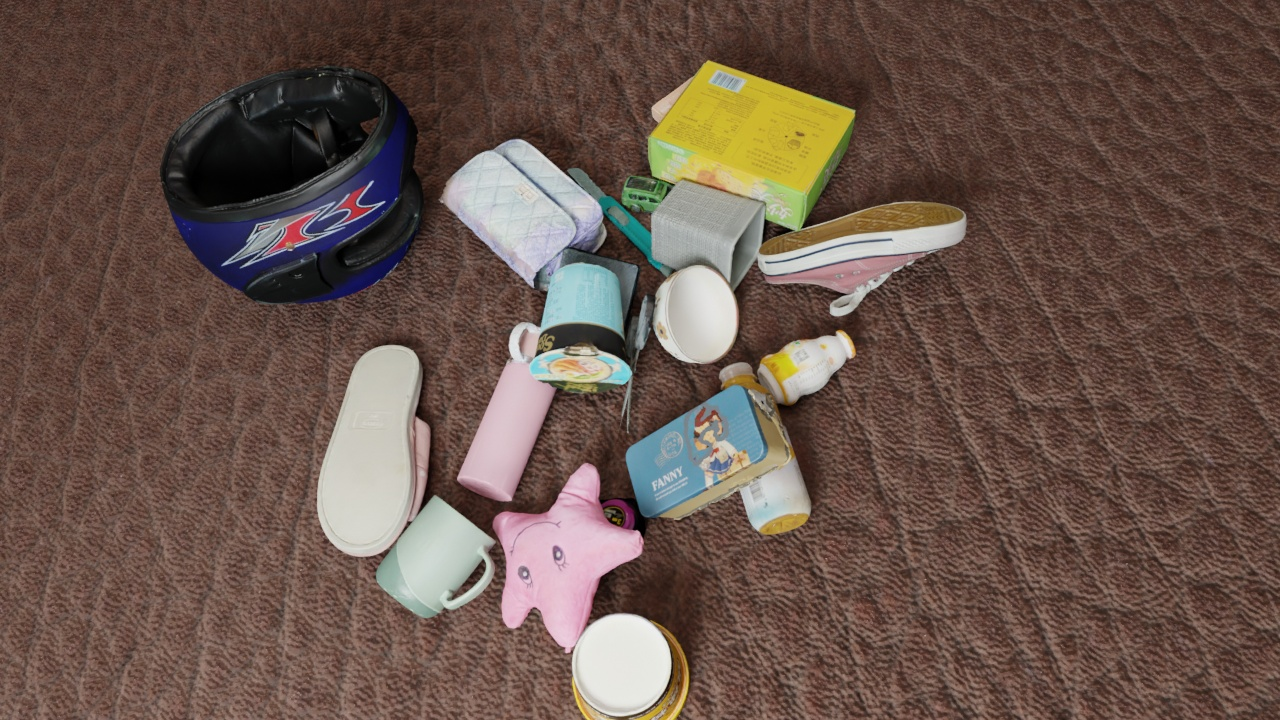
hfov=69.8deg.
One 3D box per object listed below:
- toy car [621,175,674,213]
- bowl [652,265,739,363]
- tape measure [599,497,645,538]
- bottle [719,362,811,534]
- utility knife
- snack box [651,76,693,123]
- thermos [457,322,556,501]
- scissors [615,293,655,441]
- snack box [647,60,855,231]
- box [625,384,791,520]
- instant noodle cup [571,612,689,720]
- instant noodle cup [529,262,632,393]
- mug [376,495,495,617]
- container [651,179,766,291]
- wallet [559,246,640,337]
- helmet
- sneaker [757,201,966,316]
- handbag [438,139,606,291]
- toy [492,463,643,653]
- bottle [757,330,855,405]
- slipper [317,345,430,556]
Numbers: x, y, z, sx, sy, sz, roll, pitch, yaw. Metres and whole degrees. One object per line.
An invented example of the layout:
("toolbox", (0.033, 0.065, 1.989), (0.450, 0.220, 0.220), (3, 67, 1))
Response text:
("toy car", (0.020, -0.211, 1.178), (0.091, 0.036, 0.043), (14, 65, 8))
("bowl", (0.055, -0.050, 1.070), (0.062, 0.113, 0.113), (-9, 52, 51))
("tape measure", (-0.023, 0.178, 0.990), (0.057, 0.039, 0.057), (-7, 57, 13))
("bottle", (0.129, 0.092, 1.000), (0.068, 0.068, 0.189), (-14, 63, -1))
("utility knife", (-0.026, -0.183, 1.179), (0.029, 0.013, 0.216), (-36, 66, -17))
("snack box", (0.097, -0.310, 1.222), (0.084, 0.026, 0.157), (-39, 67, -13))
("thermos", (-0.144, 0.053, 1.037), (0.067, 0.087, 0.198), (7, 65, 30))
("scissors", (-0.007, 0.005, 1.039), (0.014, 0.160, 0.180), (10, 39, -9))
("snack box", (0.137, -0.268, 1.135), (0.210, 0.070, 0.157), (25, 63, 16))
("box", (0.064, 0.102, 0.966), (0.185, 0.060, 0.089), (-34, 58, 28))
("instant noodle cup", (-0.013, 0.300, 0.888), (0.118, 0.114, 0.118), (-2, 63, 4))
("instant noodle cup", (-0.063, -0.040, 1.024), (0.111, 0.111, 0.120), (0, 64, 5))
("mug", (-0.208, 0.215, 0.962), (0.112, 0.082, 0.106), (29, 72, 29))
("container", (0.079, -0.153, 1.108), (0.114, 0.090, 0.090), (24, 56, 19))
("wallet", (-0.059, -0.067, 1.094), (0.097, 0.019, 0.121), (15, 98, 11))
("helmet", (-0.379, -0.191, 1.087), (0.316, 0.240, 0.246), (-9, 63, 14))
("sneaker", (0.261, -0.120, 1.079), (0.241, 0.088, 0.118), (-11, 29, 21))
("handbag", (-0.146, -0.190, 1.161), (0.134, 0.076, 0.194), (-42, 67, -14))
("toy", (-0.077, 0.206, 0.938), (0.195, 0.074, 0.178), (-30, 57, 27))
("bottle", (0.189, 0.005, 1.039), (0.108, 0.063, 0.063), (-28, 65, -8))
("slipper", (-0.297, 0.100, 1.045), (0.114, 0.054, 0.273), (-5, 53, 0))
